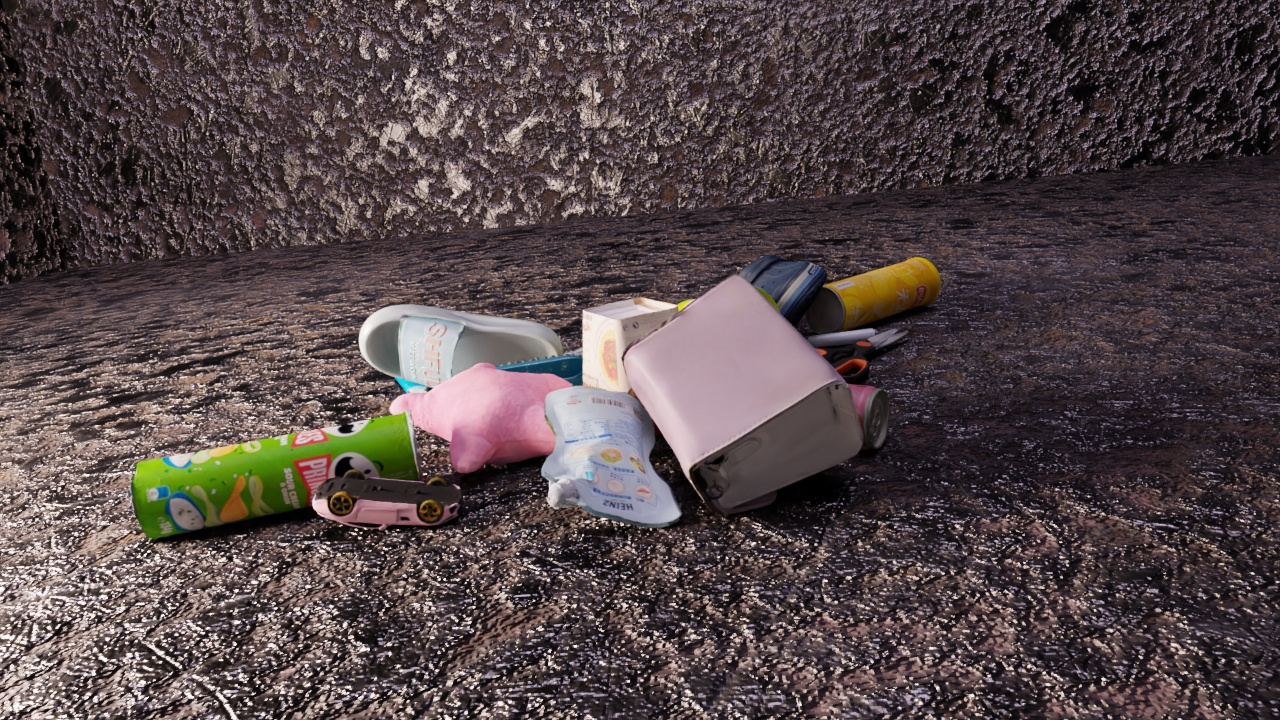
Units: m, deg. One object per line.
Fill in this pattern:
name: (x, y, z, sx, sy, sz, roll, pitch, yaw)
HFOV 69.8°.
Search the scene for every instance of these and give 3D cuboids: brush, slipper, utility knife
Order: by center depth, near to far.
brush: (-0.117, 0.028, 1.034, 0.143, 0.055, 0.073, -9, 14, -13)
slipper: (-0.216, -0.004, 1.118, 0.245, 0.104, 0.074, 3, 40, -10)
utility knife: (-0.287, 0.030, 1.166, 0.034, 0.018, 0.225, -11, 17, -21)
slipper: (0.174, -0.097, 1.222, 0.095, 0.105, 0.252, 32, 4, -3)

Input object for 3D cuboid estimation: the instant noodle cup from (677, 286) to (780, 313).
instant noodle cup: (0.091, -0.034, 1.105, 0.111, 0.112, 0.124, -14, 9, -27)

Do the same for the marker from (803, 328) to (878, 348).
marker: (0.238, -0.026, 1.172, 0.131, 0.018, 0.022, -6, 6, -1)

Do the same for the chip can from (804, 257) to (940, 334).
chip can: (0.325, -0.090, 1.271, 0.212, 0.072, 0.072, -17, 19, -36)

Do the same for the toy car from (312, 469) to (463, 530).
toy car: (-0.211, 0.120, 0.771, 0.122, 0.037, 0.056, 5, 17, -6)

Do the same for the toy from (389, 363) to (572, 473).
toy: (-0.132, 0.052, 0.909, 0.178, 0.075, 0.195, -22, 34, -36)

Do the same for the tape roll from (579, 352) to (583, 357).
tape roll: (-0.040, -0.003, 1.197, 0.086, 0.014, 0.085, -6, 15, 1)

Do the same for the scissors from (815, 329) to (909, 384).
scissors: (0.269, -0.004, 1.083, 0.234, 0.022, 0.152, -8, 22, -23)

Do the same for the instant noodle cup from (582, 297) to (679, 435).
instant noodle cup: (-0.006, 0.005, 0.942, 0.116, 0.124, 0.116, -15, 17, -29)

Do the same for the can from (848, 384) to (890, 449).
can: (0.152, 0.047, 0.855, 0.147, 0.058, 0.057, 5, 19, 34)

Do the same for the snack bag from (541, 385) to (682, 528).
snack bag: (-0.030, 0.081, 0.788, 0.110, 0.039, 0.190, 18, 22, -14)

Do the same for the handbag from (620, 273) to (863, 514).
handbag: (0.079, 0.029, 0.788, 0.145, 0.098, 0.197, -25, 35, -6)

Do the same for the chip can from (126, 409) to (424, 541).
chip can: (-0.315, 0.101, 0.812, 0.235, 0.072, 0.072, -11, 16, -15)

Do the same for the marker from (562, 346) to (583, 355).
marker: (-0.077, -0.011, 1.237, 0.017, 0.017, 0.144, 6, 20, 38)
